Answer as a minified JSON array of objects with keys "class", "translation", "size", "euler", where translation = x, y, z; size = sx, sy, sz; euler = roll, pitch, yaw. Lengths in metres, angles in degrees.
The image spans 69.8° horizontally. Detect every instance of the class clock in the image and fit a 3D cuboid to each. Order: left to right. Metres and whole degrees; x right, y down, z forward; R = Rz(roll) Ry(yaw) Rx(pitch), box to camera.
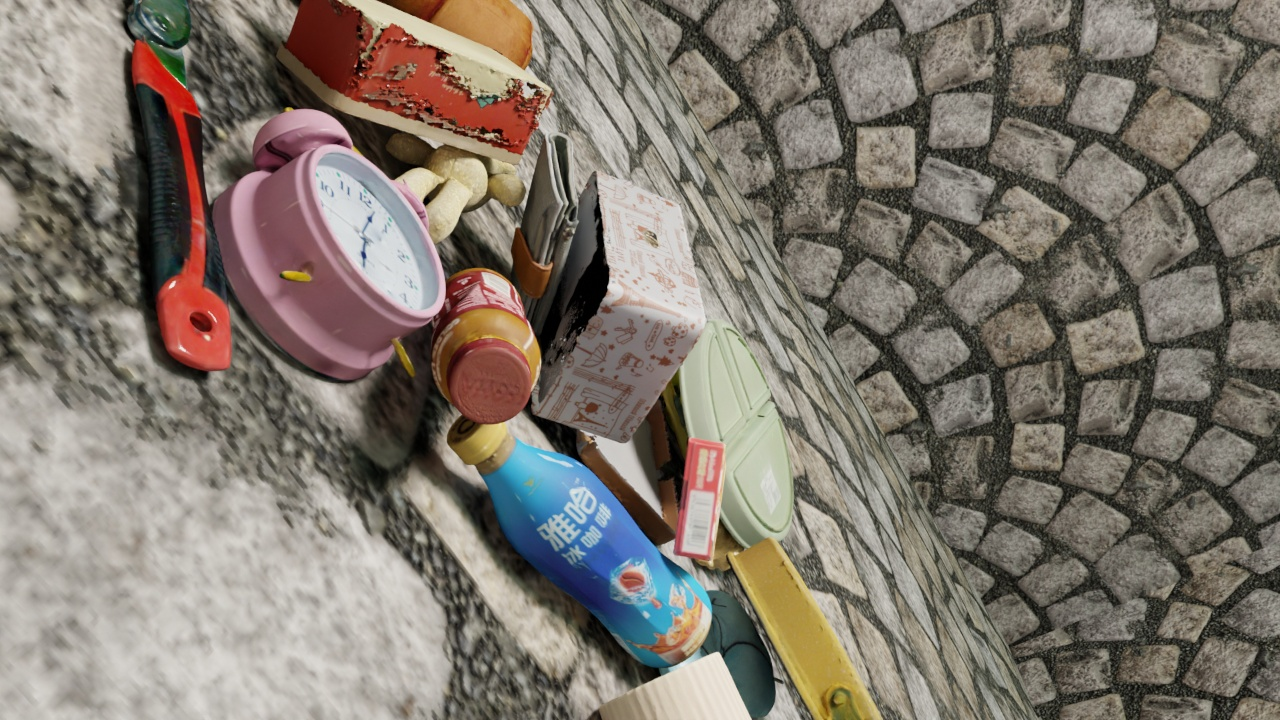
[{"class":"clock","translation":[-0.158,-0.068,0.486],"size":[0.117,0.060,0.158],"euler":[44,22,-47]}]

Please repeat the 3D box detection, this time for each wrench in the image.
[{"class":"wrench","translation":[-0.226,-0.112,0.434],"size":[0.056,0.016,0.273],"euler":[25,39,-60]}]

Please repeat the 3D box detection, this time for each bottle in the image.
[{"class":"bottle","translation":[-0.089,-0.010,0.516],"size":[0.057,0.057,0.175],"euler":[55,-1,-19]},{"class":"bottle","translation":[-0.036,0.107,0.556],"size":[0.219,0.065,0.065],"euler":[51,19,-30]}]

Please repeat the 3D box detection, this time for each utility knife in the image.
[{"class":"utility knife","translation":[0.034,0.053,0.888],"size":[0.030,0.021,0.205],"euler":[-48,128,-60]}]

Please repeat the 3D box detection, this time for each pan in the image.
[{"class":"pan","translation":[0.112,0.233,0.582],"size":[0.197,0.078,0.357],"euler":[61,0,-3]}]

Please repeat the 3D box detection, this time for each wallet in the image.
[{"class":"wallet","translation":[-0.077,-0.089,0.683],"size":[0.037,0.130,0.106],"euler":[9,39,-15]}]

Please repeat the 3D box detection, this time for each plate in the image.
[{"class":"plate","translation":[0.096,0.065,0.861],"size":[0.230,0.028,0.229],"euler":[47,34,-45]}]

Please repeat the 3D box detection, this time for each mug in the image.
[{"class":"mug","translation":[0.031,0.237,0.535],"size":[0.115,0.081,0.106],"euler":[94,-27,-69]}]

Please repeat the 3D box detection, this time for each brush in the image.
[{"class":"brush","translation":[0.086,0.105,0.894],"size":[0.083,0.046,0.253],"euler":[54,30,-15]}]

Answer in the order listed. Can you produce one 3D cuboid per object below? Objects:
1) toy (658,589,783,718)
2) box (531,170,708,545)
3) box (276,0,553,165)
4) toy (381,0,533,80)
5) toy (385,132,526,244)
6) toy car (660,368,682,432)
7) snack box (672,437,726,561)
[{"class":"toy","translation":[0.061,0.220,0.681],"size":[0.156,0.050,0.161],"euler":[48,16,-26]},{"class":"box","translation":[-0.020,0.003,0.731],"size":[0.179,0.134,0.271],"euler":[-97,-176,-51]},{"class":"box","translation":[-0.141,-0.197,0.615],"size":[0.091,0.076,0.168],"euler":[41,22,30]},{"class":"toy","translation":[-0.173,-0.284,0.700],"size":[0.199,0.131,0.140],"euler":[47,50,-54]},{"class":"toy","translation":[-0.137,-0.122,0.655],"size":[0.105,0.066,0.157],"euler":[17,27,1]},{"class":"toy car","translation":[0.041,0.042,0.935],"size":[0.032,0.048,0.105],"euler":[-3,62,-36]},{"class":"snack box","translation":[0.043,0.101,0.645],"size":[0.153,0.025,0.075],"euler":[66,32,-77]}]
